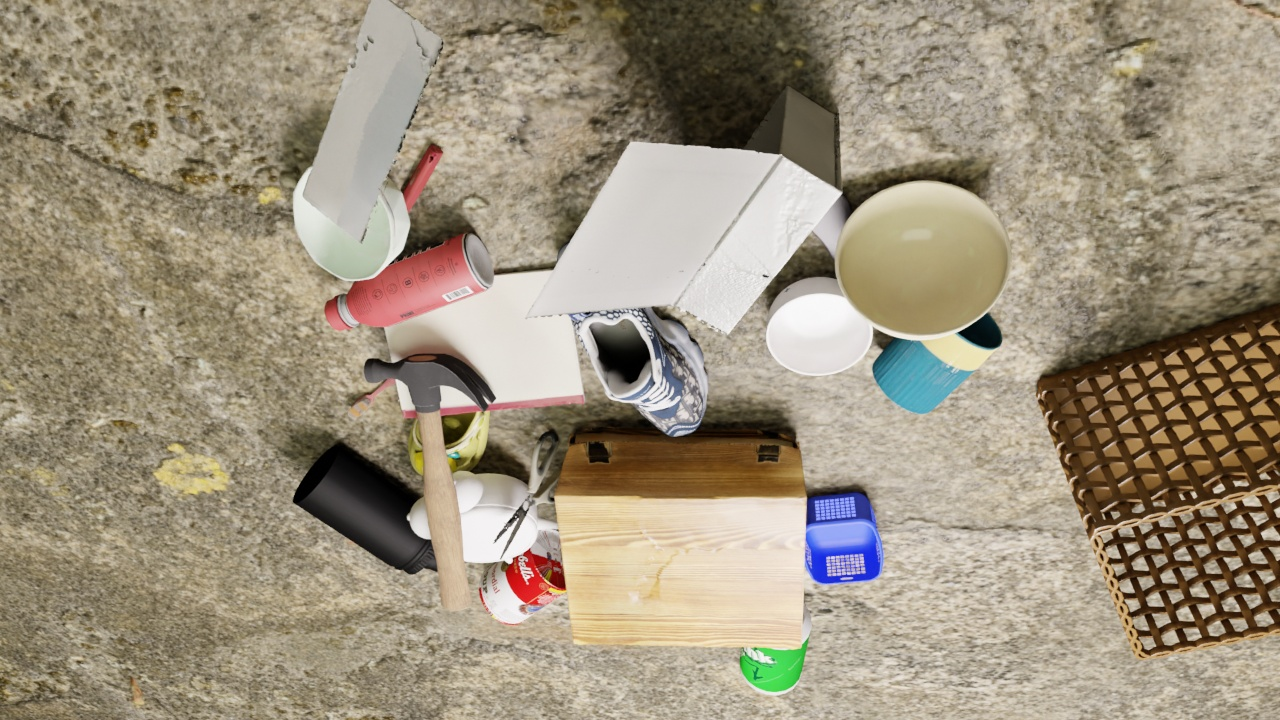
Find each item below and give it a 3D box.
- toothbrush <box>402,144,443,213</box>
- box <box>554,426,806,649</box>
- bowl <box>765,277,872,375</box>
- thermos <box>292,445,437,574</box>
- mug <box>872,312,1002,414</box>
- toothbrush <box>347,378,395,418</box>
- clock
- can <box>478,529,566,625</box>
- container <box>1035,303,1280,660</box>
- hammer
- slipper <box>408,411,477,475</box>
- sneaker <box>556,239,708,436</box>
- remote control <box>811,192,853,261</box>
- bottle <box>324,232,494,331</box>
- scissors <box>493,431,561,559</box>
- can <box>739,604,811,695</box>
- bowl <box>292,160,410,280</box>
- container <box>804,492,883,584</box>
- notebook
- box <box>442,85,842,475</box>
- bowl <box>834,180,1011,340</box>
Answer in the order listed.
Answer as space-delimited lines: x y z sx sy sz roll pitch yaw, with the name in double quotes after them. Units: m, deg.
-0.247 -0.142 0.927 0.016 0.016 0.190 30 126 -16 "toothbrush"
0.050 0.201 1.089 0.279 0.167 0.245 0 122 7 "box"
0.181 -0.040 0.935 0.105 0.054 0.105 4 128 5 "bowl"
-0.332 0.200 1.170 0.086 0.086 0.198 -34 118 29 "thermos"
0.310 -0.006 0.935 0.113 0.083 0.107 3 136 -32 "mug"
-0.280 0.017 1.062 0.185 0.015 0.015 -35 111 27 "toothbrush"
-0.192 0.187 1.123 0.160 0.072 0.126 28 128 -36 "clock"
-0.146 0.289 1.218 0.086 0.086 0.117 38 123 -22 "can"
0.571 0.122 0.913 0.252 0.213 0.219 -21 123 22 "container"
-0.219 0.142 1.022 0.132 0.040 0.306 0 109 11 "hammer"
-0.221 0.080 1.065 0.091 0.081 0.191 15 126 -9 "slipper"
-0.005 0.005 0.940 0.103 0.132 0.269 -17 129 17 "sneaker"
0.201 -0.117 0.897 0.047 0.009 0.124 -28 121 26 "remote control"
-0.242 -0.074 0.942 0.177 0.062 0.062 -19 125 13 "bottle"
-0.123 0.163 1.081 0.013 0.163 0.154 4 167 25 "scissors"
0.184 0.388 1.258 0.088 0.087 0.140 4 129 4 "can"
-0.272 -0.141 0.893 0.117 0.061 0.117 10 116 21 "bowl"
0.246 0.217 1.130 0.096 0.058 0.114 -8 127 13 "container"
-0.172 -0.016 0.988 0.209 0.012 0.153 -5 107 9 "notebook"
0.030 -0.078 0.678 0.119 0.476 0.167 41 126 8 "box"
0.259 -0.082 0.851 0.151 0.150 0.075 -9 162 14 "bowl"
